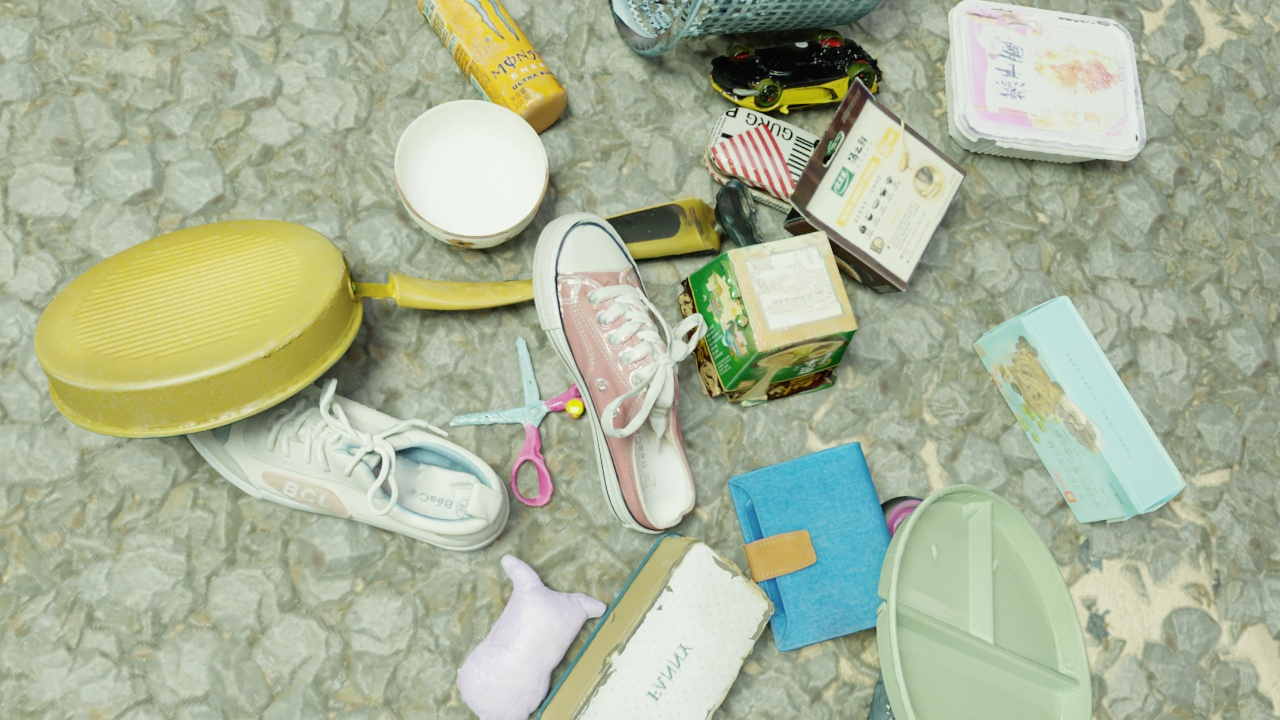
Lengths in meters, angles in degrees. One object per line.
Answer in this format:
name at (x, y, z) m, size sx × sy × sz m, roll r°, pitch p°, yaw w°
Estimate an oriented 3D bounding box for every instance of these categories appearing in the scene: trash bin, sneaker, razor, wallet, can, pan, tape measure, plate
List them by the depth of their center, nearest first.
sneaker at (-0.204, 0.064, 0.621) m, size 0.242 × 0.091 × 0.089 m, roll 22°, pitch 71°, yaw -2°
pan at (-0.212, -0.038, 0.633) m, size 0.356 × 0.078 × 0.197 m, roll -18°, pitch 41°, yaw -16°
plate at (0.242, 0.202, 0.644) m, size 0.230 × 0.028 × 0.229 m, roll 15°, pitch 65°, yaw -33°
sneaker at (-0.004, 0.004, 0.650) m, size 0.118 × 0.088 × 0.241 m, roll -14°, pitch 87°, yaw -36°
wallet at (0.130, 0.135, 0.671) m, size 0.106 × 0.040 × 0.133 m, roll -17°, pitch 74°, yaw 7°
tape measure at (0.201, 0.132, 0.697) m, size 0.057 × 0.039 × 0.057 m, roll 44°, pitch 78°, yaw 8°
razor at (0.013, -0.103, 0.720) m, size 0.167 × 0.068 × 0.062 m, roll -11°, pitch 76°, yaw -6°
trash bin at (0.099, -0.355, 0.736) m, size 0.194 × 0.227 × 0.226 m, roll -3°, pitch 75°, yaw -23°
can at (-0.120, -0.250, 0.737) m, size 0.058 × 0.058 × 0.146 m, roll -33°, pitch 83°, yaw -16°

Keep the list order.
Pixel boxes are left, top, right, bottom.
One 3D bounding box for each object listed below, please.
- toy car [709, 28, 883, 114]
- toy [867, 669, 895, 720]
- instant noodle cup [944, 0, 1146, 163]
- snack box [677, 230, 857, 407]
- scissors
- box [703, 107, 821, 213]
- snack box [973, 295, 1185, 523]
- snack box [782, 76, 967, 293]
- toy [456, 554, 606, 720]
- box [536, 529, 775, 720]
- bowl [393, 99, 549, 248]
toy car at (0.131, -0.242, 0.780) m, size 0.155 × 0.041 × 0.071 m, roll -13°, pitch 50°, yaw -16°
toy at (0.174, 0.355, 0.605) m, size 0.137 × 0.092 × 0.356 m, roll 2°, pitch 76°, yaw -22°
instant noodle cup at (0.345, -0.235, 0.810) m, size 0.173 × 0.060 × 0.138 m, roll 4°, pitch 74°, yaw -7°
snack box at (0.102, -0.036, 0.691) m, size 0.117 × 0.106 × 0.118 m, roll -13°, pitch 78°, yaw -13°
scissors at (-0.075, 0.043, 0.688) m, size 0.133 × 0.017 × 0.133 m, roll -7°, pitch 76°, yaw -7°
box at (0.132, -0.156, 0.753) m, size 0.164 × 0.060 × 0.072 m, roll 19°, pitch 96°, yaw -9°
snack box at (0.343, 0.040, 0.726) m, size 0.051 × 0.074 × 0.175 m, roll -25°, pitch 80°, yaw -16°
snack box at (0.177, -0.132, 0.715) m, size 0.125 × 0.053 × 0.113 m, roll 32°, pitch 81°, yaw -14°
toy at (-0.083, 0.197, 0.629) m, size 0.084 × 0.039 × 0.108 m, roll 33°, pitch 78°, yaw -12°
box at (0.015, 0.202, 0.628) m, size 0.090 × 0.062 × 0.184 m, roll 43°, pitch 70°, yaw -10°
bowl at (-0.129, -0.134, 0.702) m, size 0.113 × 0.062 × 0.113 m, roll 3°, pitch 73°, yaw -10°
